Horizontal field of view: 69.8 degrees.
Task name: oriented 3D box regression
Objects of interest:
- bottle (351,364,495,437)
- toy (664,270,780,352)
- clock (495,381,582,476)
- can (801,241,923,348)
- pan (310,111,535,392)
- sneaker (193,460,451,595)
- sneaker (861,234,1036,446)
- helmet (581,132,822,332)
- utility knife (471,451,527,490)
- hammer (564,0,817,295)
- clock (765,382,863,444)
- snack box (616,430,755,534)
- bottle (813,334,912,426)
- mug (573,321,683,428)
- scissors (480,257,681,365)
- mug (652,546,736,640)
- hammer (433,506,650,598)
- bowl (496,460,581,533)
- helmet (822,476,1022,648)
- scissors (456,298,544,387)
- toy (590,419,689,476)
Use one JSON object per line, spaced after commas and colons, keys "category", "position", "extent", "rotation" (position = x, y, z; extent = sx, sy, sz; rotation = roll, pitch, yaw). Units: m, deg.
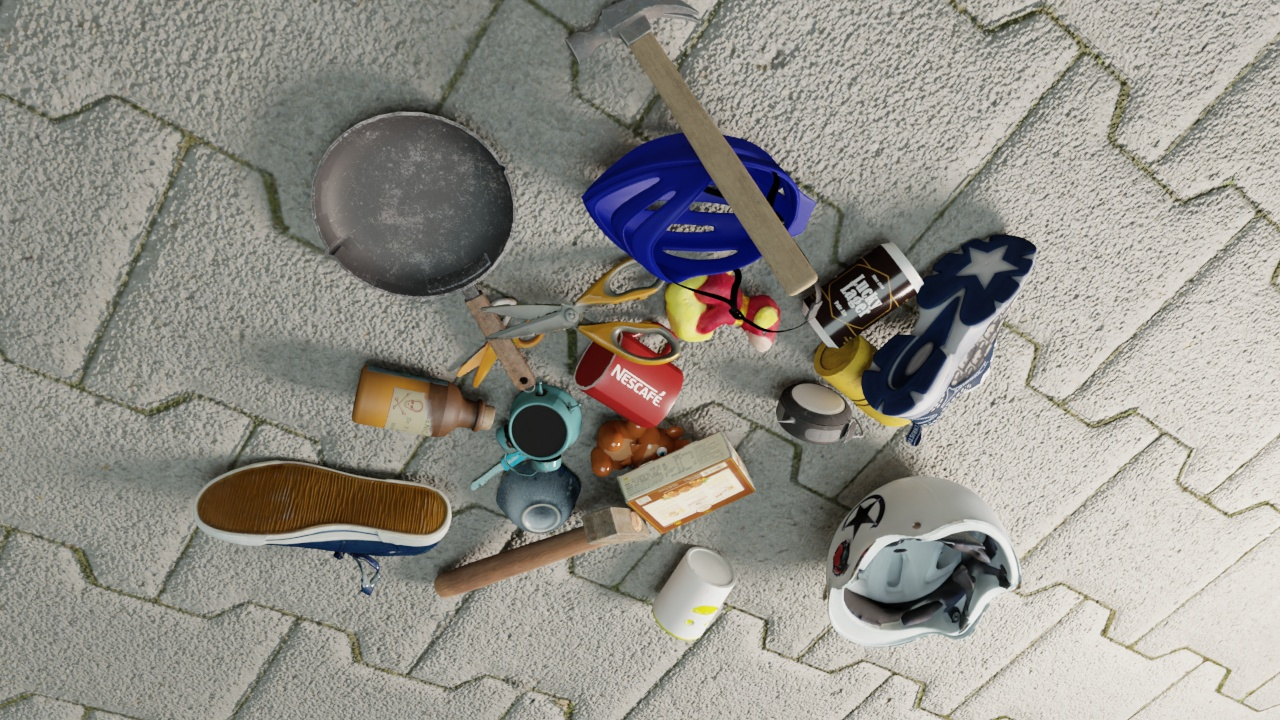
{"category": "bottle", "position": [-0.248, 0.053, 1.060], "extent": [0.157, 0.067, 0.068], "rotation": [12, 120, -18]}
{"category": "toy", "position": [0.096, -0.064, 1.058], "extent": [0.137, 0.067, 0.106], "rotation": [12, 118, -4]}
{"category": "clock", "position": [-0.125, 0.088, 1.105], "extent": [0.090, 0.053, 0.124], "rotation": [29, 108, -2]}
{"category": "can", "position": [0.256, -0.075, 1.068], "extent": [0.129, 0.071, 0.072], "rotation": [-37, 122, 13]}
{"category": "pan", "position": [-0.200, -0.102, 0.985], "extent": [0.208, 0.040, 0.357], "rotation": [-24, 124, 5]}
{"category": "sneaker", "position": [-0.389, 0.207, 1.129], "extent": [0.294, 0.120, 0.128], "rotation": [8, 143, -18]}
{"category": "sneaker", "position": [0.383, -0.023, 1.095], "extent": [0.269, 0.103, 0.132], "rotation": [-52, 134, -3]}
{"category": "helmet", "position": [0.076, -0.122, 0.911], "extent": [0.241, 0.227, 0.148], "rotation": [-6, 139, -22]}
{"category": "utility knife", "position": [-0.153, 0.121, 1.154], "extent": [0.158, 0.015, 0.022], "rotation": [-38, 98, 15]}
{"category": "hammer", "position": [0.061, -0.203, 0.846], "extent": [0.119, 0.331, 0.031], "rotation": [-32, 167, 2]}
{"category": "clock", "position": [0.221, 0.063, 1.139], "extent": [0.122, 0.091, 0.044], "rotation": [7, 121, -8]}
{"category": "snack box", "position": [0.062, 0.158, 1.170], "extent": [0.143, 0.041, 0.147], "rotation": [-26, 149, 7]}
{"category": "bottle", "position": [0.295, 0.032, 1.148], "extent": [0.163, 0.071, 0.071], "rotation": [35, 111, -28]}
{"category": "mug", "position": [-0.006, 0.006, 1.073], "extent": [0.096, 0.080, 0.116], "rotation": [34, 83, -27]}
{"category": "scissors", "position": [-0.059, -0.061, 1.008], "extent": [0.225, 0.016, 0.166], "rotation": [9, 80, -12]}
{"category": "mug", "position": [0.075, 0.328, 1.293], "extent": [0.082, 0.082, 0.106], "rotation": [18, 117, -21]}
{"category": "hammer", "position": [-0.137, 0.256, 1.206], "extent": [0.301, 0.037, 0.158], "rotation": [-21, 164, 15]}
{"category": "bowl", "position": [-0.129, 0.184, 1.177], "extent": [0.110, 0.055, 0.110], "rotation": [-5, 124, -7]}
{"category": "helmet", "position": [0.364, 0.265, 1.257], "extent": [0.236, 0.163, 0.265], "rotation": [24, 122, -19]}
{"category": "scissors", "position": [-0.176, -0.022, 1.058], "extent": [0.133, 0.012, 0.084], "rotation": [-37, 120, 13]}
{"category": "toy", "position": [0.002, 0.110, 1.149], "extent": [0.127, 0.065, 0.095], "rotation": [9, 130, -22]}
